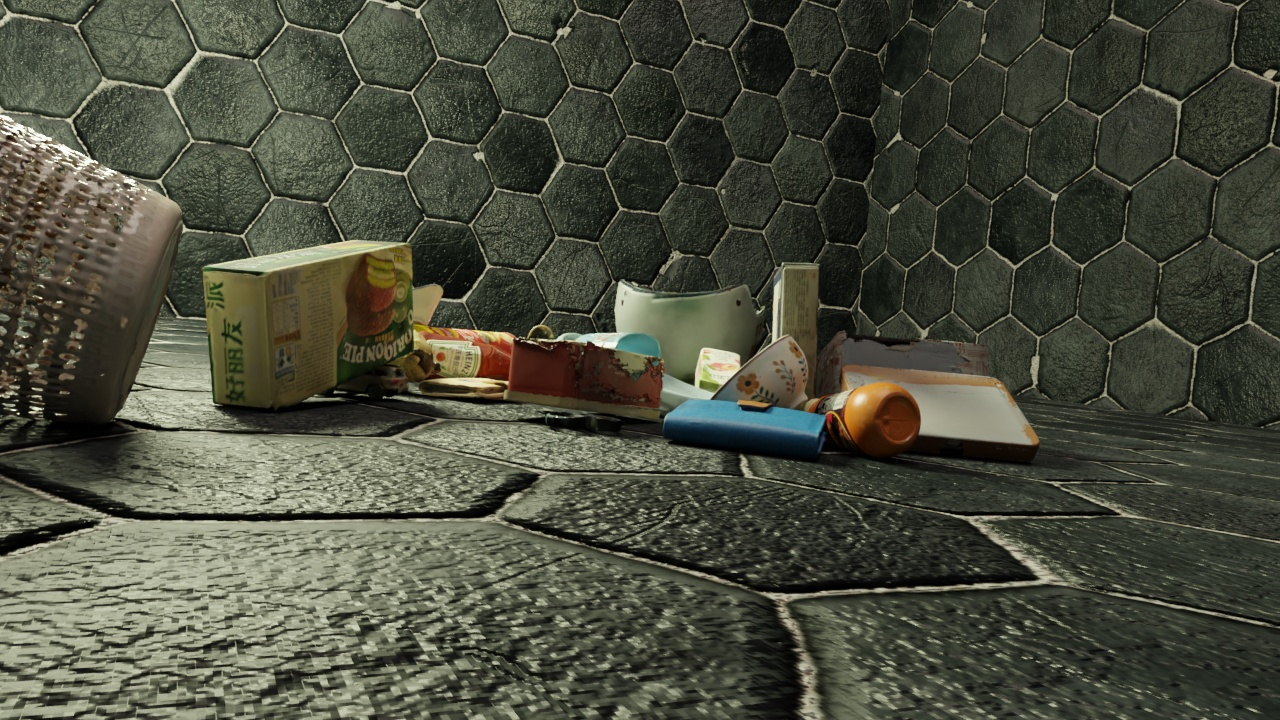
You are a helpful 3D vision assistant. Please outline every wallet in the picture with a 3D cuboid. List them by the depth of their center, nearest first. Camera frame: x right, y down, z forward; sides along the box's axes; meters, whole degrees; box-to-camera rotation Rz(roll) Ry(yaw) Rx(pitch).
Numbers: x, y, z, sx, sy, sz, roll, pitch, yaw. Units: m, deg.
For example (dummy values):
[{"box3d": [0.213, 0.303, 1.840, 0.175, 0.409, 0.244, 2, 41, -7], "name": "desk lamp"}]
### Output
[{"box3d": [0.094, 0.058, 0.804, 0.133, 0.040, 0.106, 7, 7, 15], "name": "wallet"}, {"box3d": [-0.175, 0.031, 1.017, 0.087, 0.024, 0.115, 8, 1, 24], "name": "wallet"}]

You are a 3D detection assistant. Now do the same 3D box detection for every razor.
[{"box3d": [-0.133, -0.009, 1.188, 0.062, 0.067, 0.168, 1, -17, -9], "name": "razor"}]

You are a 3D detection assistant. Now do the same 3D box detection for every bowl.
[{"box3d": [0.126, 0.034, 0.911, 0.062, 0.113, 0.113, 48, 13, 11], "name": "bowl"}]

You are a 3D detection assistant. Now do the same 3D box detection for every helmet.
[{"box3d": [0.070, -0.023, 1.366, 0.230, 0.156, 0.274, 4, -9, 7], "name": "helmet"}]

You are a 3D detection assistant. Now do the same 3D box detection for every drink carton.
[{"box3d": [0.096, 0.027, 1.146, 0.053, 0.046, 0.122, 13, 21, 1], "name": "drink carton"}]

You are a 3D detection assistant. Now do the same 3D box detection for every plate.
[{"box3d": [-0.345, -0.036, 1.230, 0.163, 0.034, 0.165, -18, -21, -43], "name": "plate"}]

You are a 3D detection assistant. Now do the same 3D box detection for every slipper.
[{"box3d": [-0.006, 0.006, 1.059, 0.246, 0.074, 0.103, 22, 12, 37], "name": "slipper"}]

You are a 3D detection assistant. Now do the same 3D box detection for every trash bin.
[{"box3d": [-0.396, -0.057, 0.550, 0.192, 0.227, 0.228, 18, -3, -24], "name": "trash bin"}]

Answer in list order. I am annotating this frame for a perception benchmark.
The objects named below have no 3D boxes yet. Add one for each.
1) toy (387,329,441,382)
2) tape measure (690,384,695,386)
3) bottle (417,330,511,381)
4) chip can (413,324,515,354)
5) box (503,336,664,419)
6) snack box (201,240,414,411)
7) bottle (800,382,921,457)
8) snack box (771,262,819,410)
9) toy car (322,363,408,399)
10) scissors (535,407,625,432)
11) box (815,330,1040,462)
[{"box3d": [-0.300, -0.002, 1.006, 0.157, 0.066, 0.105, 1, -15, 12], "name": "toy"}, {"box3d": [0.076, 0.047, 1.200, 0.058, 0.025, 0.054, 15, 0, -9], "name": "tape measure"}, {"box3d": [-0.176, 0.011, 1.120, 0.206, 0.060, 0.060, 12, 2, -2], "name": "bottle"}, {"box3d": [-0.250, -0.010, 1.291, 0.073, 0.073, 0.216, 7, 2, 26], "name": "chip can"}, {"box3d": [-0.047, 0.011, 0.898, 0.091, 0.079, 0.168, 5, -3, 32], "name": "box"}, {"box3d": [-0.284, -0.041, 0.822, 0.063, 0.114, 0.239, 5, 14, 12], "name": "snack box"}, {"box3d": [0.193, 0.055, 0.854, 0.066, 0.066, 0.150, 5, -5, -22], "name": "bottle"}, {"box3d": [0.178, -0.016, 1.067, 0.046, 0.178, 0.182, 1, 2, 6], "name": "snack box"}, {"box3d": [-0.277, 0.019, 0.908, 0.090, 0.035, 0.042, 3, 1, 6], "name": "toy car"}, {"box3d": [-0.079, 0.050, 0.857, 0.175, 0.014, 0.135, 6, 1, 35], "name": "scissors"}, {"box3d": [0.298, 0.037, 0.999, 0.179, 0.126, 0.273, 6, 7, -2], "name": "box"}]
